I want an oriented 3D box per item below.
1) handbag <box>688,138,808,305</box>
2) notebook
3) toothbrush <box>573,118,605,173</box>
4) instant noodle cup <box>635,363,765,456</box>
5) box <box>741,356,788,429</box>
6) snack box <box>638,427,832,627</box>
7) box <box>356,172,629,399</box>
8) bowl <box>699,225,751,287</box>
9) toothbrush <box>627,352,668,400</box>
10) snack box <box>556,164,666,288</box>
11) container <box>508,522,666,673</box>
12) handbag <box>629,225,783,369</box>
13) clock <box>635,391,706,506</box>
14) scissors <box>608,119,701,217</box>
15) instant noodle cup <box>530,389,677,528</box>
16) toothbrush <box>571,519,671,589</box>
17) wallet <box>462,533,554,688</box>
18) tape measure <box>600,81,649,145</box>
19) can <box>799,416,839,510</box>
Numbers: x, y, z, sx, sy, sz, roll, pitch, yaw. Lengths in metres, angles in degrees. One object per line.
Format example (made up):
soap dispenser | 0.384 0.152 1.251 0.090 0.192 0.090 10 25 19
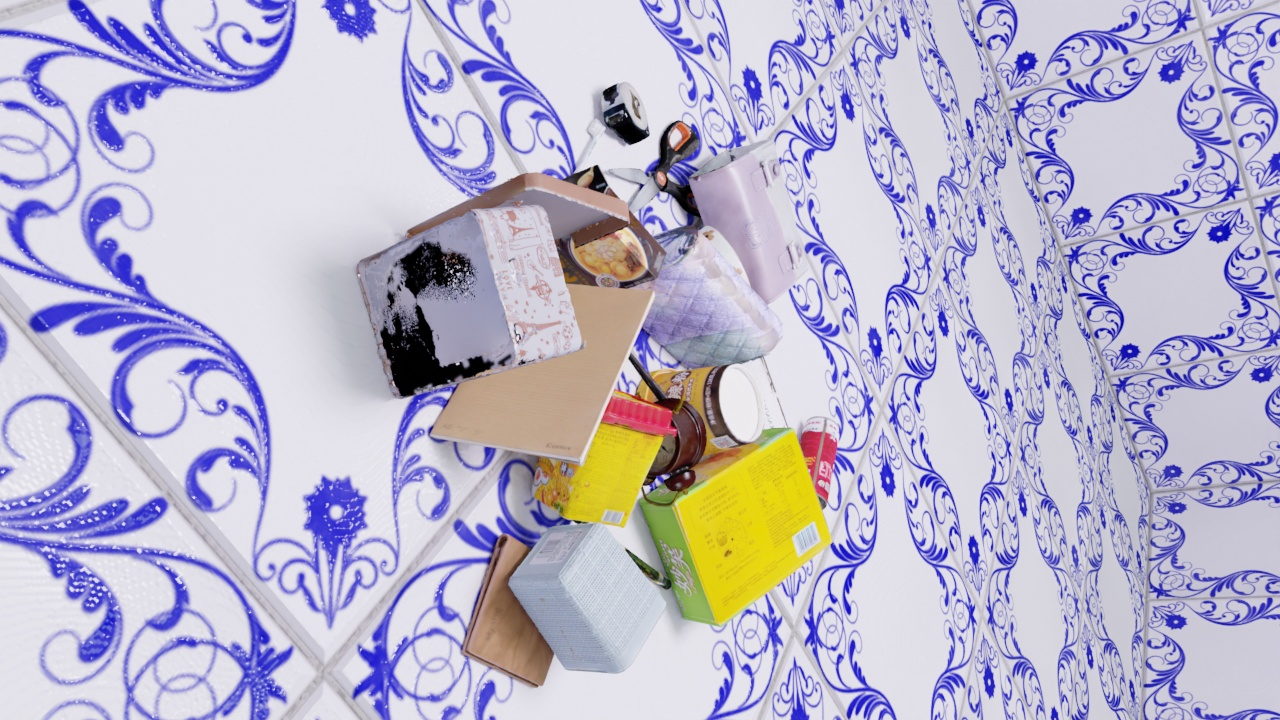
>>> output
handbag | 0.151 -0.184 1.241 0.144 0.099 0.197 -42 118 -47
notebook | -0.087 0.002 0.864 0.012 0.150 0.210 77 28 -45
toothbrush | -0.074 -0.218 1.050 0.016 0.016 0.179 41 48 -26
instant noodle cup | 0.073 0.060 1.066 0.118 0.115 0.118 18 66 -47
box | 0.146 0.083 1.200 0.089 0.060 0.184 -27 102 -51
snack box | 0.116 0.189 1.076 0.209 0.070 0.158 -26 100 -35
box | -0.117 -0.069 0.817 0.192 0.184 0.156 -15 91 -49
bowl | 0.087 -0.108 1.163 0.062 0.113 0.113 -29 106 -9
toothbrush | -0.006 0.006 1.017 0.181 0.016 0.018 51 47 2
snack box | -0.055 -0.128 0.965 0.125 0.113 0.053 45 47 -33
container | -0.051 0.216 0.850 0.111 0.090 0.089 58 45 -20
handbag | 0.065 -0.071 1.081 0.194 0.134 0.075 41 50 -38
clock | 0.024 0.096 0.983 0.055 0.082 0.122 -7 100 -58
scissors | 0.040 -0.232 1.191 0.210 0.022 0.221 45 47 -35
instant noodle cup | -0.044 0.090 0.897 0.116 0.116 0.123 16 92 -36
toothbrush | -0.021 0.203 0.982 0.012 0.017 0.186 -48 125 -3
wallet | -0.111 0.235 0.859 0.101 0.020 0.115 40 53 -36
tape measure | -0.019 -0.305 1.121 0.065 0.034 0.066 23 53 -59
can | 0.250 0.146 1.313 0.053 0.053 0.132 46 46 -33
